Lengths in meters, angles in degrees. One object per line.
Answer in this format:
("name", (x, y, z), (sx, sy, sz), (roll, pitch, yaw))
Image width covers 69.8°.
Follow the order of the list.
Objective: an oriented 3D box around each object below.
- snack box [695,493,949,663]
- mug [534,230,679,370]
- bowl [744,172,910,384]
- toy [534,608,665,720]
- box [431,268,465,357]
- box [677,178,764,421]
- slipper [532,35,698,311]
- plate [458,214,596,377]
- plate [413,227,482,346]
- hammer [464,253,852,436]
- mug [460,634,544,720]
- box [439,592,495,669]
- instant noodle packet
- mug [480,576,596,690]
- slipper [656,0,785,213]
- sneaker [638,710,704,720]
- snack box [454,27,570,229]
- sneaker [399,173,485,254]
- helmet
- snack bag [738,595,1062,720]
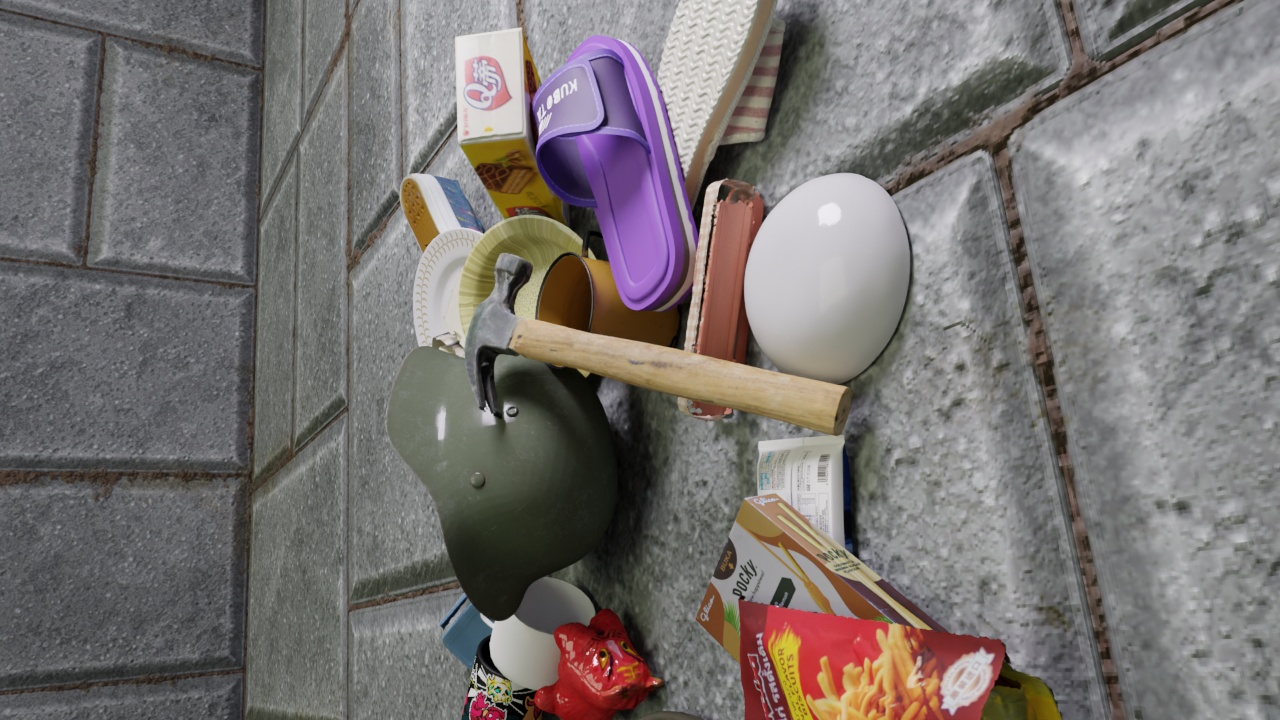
("snack box", (0.120, 0.177, 0.566), (0.186, 0.031, 0.101), (38, 118, 41))
("mug", (-0.028, -0.050, 0.810), (0.101, 0.094, 0.123), (-3, 83, 56))
("bowl", (0.114, -0.057, 0.632), (0.150, 0.043, 0.149), (-13, 75, 57))
("toy", (-0.035, 0.297, 0.802), (0.094, 0.087, 0.133), (30, 125, 37))
("box", (-0.175, 0.004, 1.039), (0.144, 0.057, 0.188), (41, 130, 29))
("box", (0.059, -0.046, 0.710), (0.071, 0.056, 0.187), (-76, -7, -89))
("slipper", (-0.037, -0.165, 0.755), (0.108, 0.083, 0.266), (-41, 58, 45))
("plate", (-0.102, -0.056, 0.942), (0.185, 0.036, 0.184), (5, 101, 28))
("plate", (-0.195, -0.037, 1.092), (0.243, 0.016, 0.243), (15, 113, 41))
("hammer", (-0.004, 0.004, 0.682), (0.331, 0.033, 0.132), (13, 77, 34))
("mug", (-0.137, 0.339, 0.960), (0.118, 0.082, 0.098), (-96, 20, -74))
("box", (-0.161, 0.274, 1.047), (0.210, 0.073, 0.085), (-50, 5, 42))
("instant noodle packet", (0.110, 0.120, 0.629), (0.087, 0.026, 0.134), (-13, 75, 57))
("mug", (-0.102, 0.255, 0.876), (0.116, 0.094, 0.068), (24, 112, 18))
("slipper", (0.056, -0.205, 0.741), (0.115, 0.052, 0.264), (58, 140, 39))
("sneaker", (0.022, 0.329, 0.631), (0.238, 0.142, 0.101), (8, 93, 59))
("snack box", (-0.118, -0.210, 0.894), (0.230, 0.062, 0.110), (69, -163, -75))
("sneaker", (-0.224, -0.139, 1.163), (0.235, 0.079, 0.088), (59, 136, 18))
("helmet", (-0.101, 0.093, 0.829), (0.154, 0.227, 0.267), (-16, 53, 13))
("snack bag", (0.128, 0.203, 0.509), (0.208, 0.066, 0.139), (-16, 84, 57))
